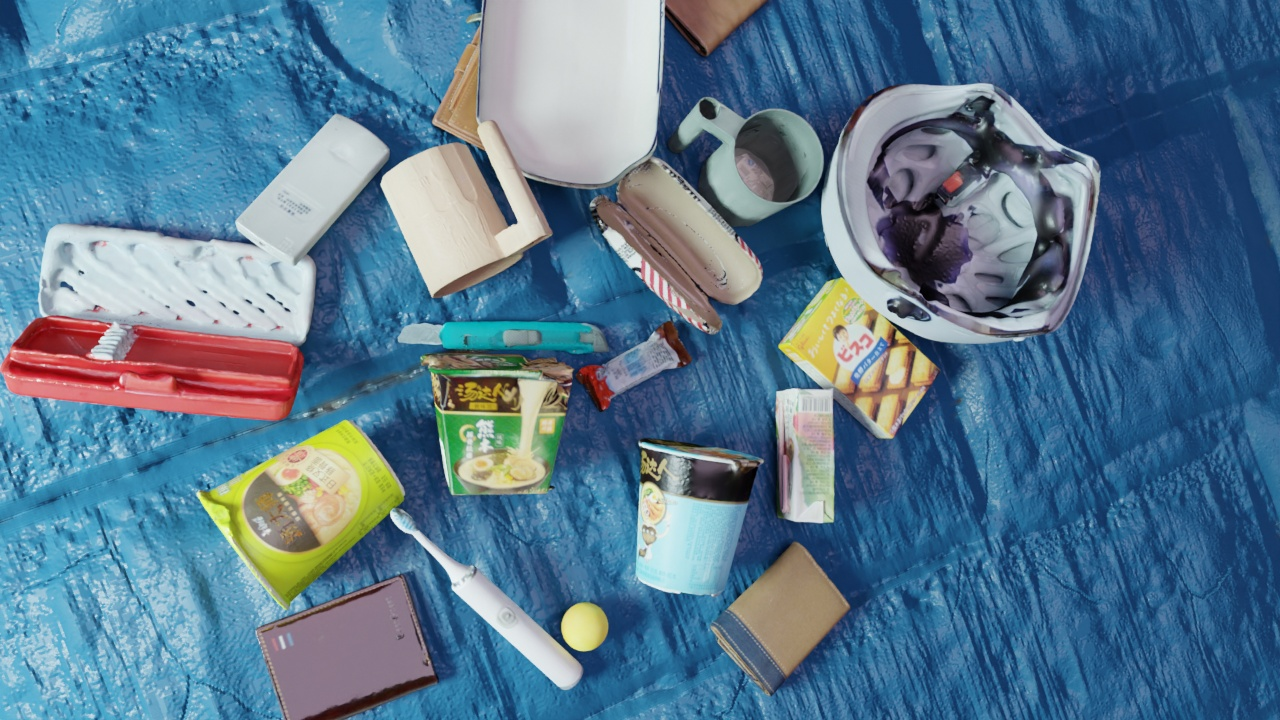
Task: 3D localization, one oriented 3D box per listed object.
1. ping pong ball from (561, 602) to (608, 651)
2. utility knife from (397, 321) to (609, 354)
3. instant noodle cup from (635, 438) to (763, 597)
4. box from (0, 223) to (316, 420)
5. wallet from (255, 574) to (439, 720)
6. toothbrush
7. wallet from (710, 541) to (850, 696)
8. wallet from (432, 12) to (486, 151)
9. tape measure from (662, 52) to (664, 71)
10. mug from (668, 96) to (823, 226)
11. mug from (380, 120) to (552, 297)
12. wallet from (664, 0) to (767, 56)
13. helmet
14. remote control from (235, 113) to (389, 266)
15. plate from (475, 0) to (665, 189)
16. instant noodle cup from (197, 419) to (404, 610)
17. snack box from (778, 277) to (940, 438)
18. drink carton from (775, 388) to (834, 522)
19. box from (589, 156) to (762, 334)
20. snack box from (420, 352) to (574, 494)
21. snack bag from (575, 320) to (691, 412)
[{"bbox_3d":[-0.048,0.229,0.790,0.040,0.040,0.040,1,86,-15],"label":"ping pong ball"},{"bbox_3d":[-0.117,-0.020,0.803,0.185,0.013,0.029,0,86,-15],"label":"utility knife"},{"bbox_3d":[0.043,0.136,0.793,0.111,0.111,0.120,9,90,-14],"label":"instant noodle cup"},{"bbox_3d":[-0.365,-0.027,0.715,0.201,0.069,0.157,7,61,-13],"label":"box"},{"bbox_3d":[-0.238,0.241,0.750,0.122,0.020,0.096,-17,91,-18],"label":"wallet"},{"bbox_3d":[-0.126,0.195,0.752,0.221,0.026,0.026,50,63,-21],"label":"toothbrush"},{"bbox_3d":[0.129,0.236,0.842,0.115,0.033,0.090,-42,100,-15],"label":"wallet"},{"bbox_3d":[-0.114,-0.245,0.808,0.119,0.035,0.130,25,77,-10],"label":"wallet"},{"bbox_3d":[-0.005,-0.278,0.845,0.058,0.025,0.054,9,85,-15],"label":"tape measure"},{"bbox_3d":[0.088,-0.180,0.823,0.124,0.103,0.083,32,79,-10],"label":"mug"},{"bbox_3d":[-0.142,-0.123,0.753,0.084,0.125,0.103,-28,93,-59],"label":"mug"},{"bbox_3d":[0.057,-0.361,0.872,0.115,0.020,0.101,45,75,-5],"label":"wallet"},{"bbox_3d":[0.272,-0.125,0.846,0.258,0.146,0.228,20,76,-7],"label":"helmet"},{"bbox_3d":[-0.266,-0.142,0.754,0.056,0.019,0.134,33,66,-4],"label":"remote control"},{"bbox_3d":[-0.061,-0.275,0.796,0.162,0.034,0.265,4,83,-19],"label":"plate"},{"bbox_3d":[-0.256,0.110,0.714,0.123,0.112,0.111,-37,96,-23],"label":"instant noodle cup"},{"bbox_3d":[0.210,-0.001,0.880,0.140,0.034,0.086,41,77,-7],"label":"snack box"},{"bbox_3d":[0.150,0.087,0.846,0.045,0.053,0.122,3,86,-11],"label":"drink carton"},{"bbox_3d":[0.034,-0.105,0.816,0.162,0.075,0.086,44,108,-5],"label":"box"},{"bbox_3d":[-0.121,0.052,0.752,0.117,0.118,0.105,2,95,-15],"label":"snack box"},{"bbox_3d":[-0.005,0.005,0.824,0.105,0.026,0.045,-29,85,-16],"label":"snack bag"}]
